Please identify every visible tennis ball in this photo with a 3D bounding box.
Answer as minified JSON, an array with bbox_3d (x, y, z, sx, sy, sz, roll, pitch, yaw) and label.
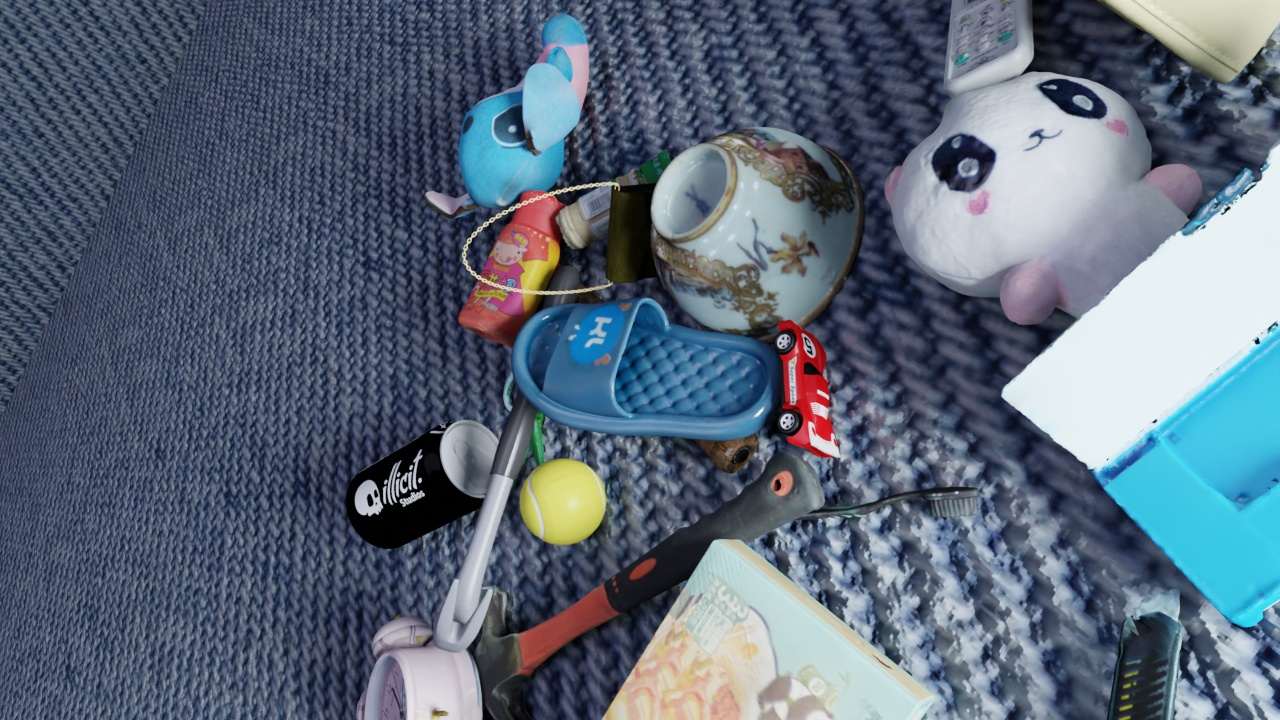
[{"bbox_3d":[-0.059,0.107,0.696,0.065,0.065,0.065,-21,58,38],"label":"tennis ball"}]

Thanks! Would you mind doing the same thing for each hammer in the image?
[{"bbox_3d":[-0.008,0.158,0.640,0.334,0.033,0.133,-39,47,29],"label":"hammer"},{"bbox_3d":[-0.011,-0.022,0.733,0.120,0.033,0.330,-56,44,9],"label":"hammer"},{"bbox_3d":[-0.099,0.068,0.708,0.125,0.029,0.310,137,151,-71],"label":"hammer"}]

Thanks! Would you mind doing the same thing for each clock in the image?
[{"bbox_3d":[-0.183,0.274,0.737,0.158,0.058,0.117,33,110,54],"label":"clock"}]

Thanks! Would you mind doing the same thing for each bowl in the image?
[{"bbox_3d":[0.064,-0.099,0.644,0.160,0.093,0.159,-21,58,39],"label":"bowl"}]

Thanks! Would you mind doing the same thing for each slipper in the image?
[{"bbox_3d":[-0.004,0.004,0.639,0.214,0.059,0.103,12,62,29],"label":"slipper"}]

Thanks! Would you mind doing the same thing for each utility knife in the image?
[{"bbox_3d":[0.221,0.187,0.411,0.029,0.020,0.174,5,77,45],"label":"utility knife"}]

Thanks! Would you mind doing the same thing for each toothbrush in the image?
[{"bbox_3d":[0.118,0.095,0.563,0.188,0.014,0.017,-16,85,42],"label":"toothbrush"}]

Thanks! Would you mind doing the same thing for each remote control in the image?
[{"bbox_3d":[0.215,-0.203,0.560,0.050,0.022,0.133,-22,34,38],"label":"remote control"}]

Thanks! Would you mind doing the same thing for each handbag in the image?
[{"bbox_3d":[-0.047,-0.089,0.682,0.027,0.177,0.084,35,128,47],"label":"handbag"},{"bbox_3d":[0.237,-0.255,0.488,0.089,0.190,0.232,-57,28,32],"label":"handbag"}]

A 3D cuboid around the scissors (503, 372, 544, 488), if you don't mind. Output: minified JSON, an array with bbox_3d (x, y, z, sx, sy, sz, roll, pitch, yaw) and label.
[{"bbox_3d":[-0.100,0.052,0.802,0.112,0.012,0.131,11,79,48],"label":"scissors"}]

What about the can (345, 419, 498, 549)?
[{"bbox_3d":[-0.193,0.112,0.819,0.146,0.080,0.080,-29,54,34],"label":"can"}]

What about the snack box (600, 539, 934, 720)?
[{"bbox_3d":[0.053,0.223,0.527,0.141,0.044,0.194,36,99,32],"label":"snack box"}]

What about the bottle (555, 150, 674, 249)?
[{"bbox_3d":[-0.016,-0.130,0.757,0.110,0.042,0.042,-26,54,16],"label":"bottle"}]

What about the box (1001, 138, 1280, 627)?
[{"bbox_3d":[0.288,-0.017,0.365,0.244,0.113,0.114,-48,45,20],"label":"box"}]

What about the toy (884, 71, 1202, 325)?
[{"bbox_3d":[0.214,-0.074,0.473,0.139,0.101,0.179,-33,46,-2],"label":"toy"}]

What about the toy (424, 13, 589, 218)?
[{"bbox_3d":[-0.114,-0.217,0.862,0.225,0.099,0.191,-31,32,49],"label":"toy"}]

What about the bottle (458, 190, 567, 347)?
[{"bbox_3d":[-0.105,-0.081,0.794,0.071,0.048,0.134,16,79,47],"label":"bottle"}]

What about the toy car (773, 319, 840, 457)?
[{"bbox_3d":[0.107,0.018,0.589,0.025,0.038,0.089,-17,61,36],"label":"toy car"}]
